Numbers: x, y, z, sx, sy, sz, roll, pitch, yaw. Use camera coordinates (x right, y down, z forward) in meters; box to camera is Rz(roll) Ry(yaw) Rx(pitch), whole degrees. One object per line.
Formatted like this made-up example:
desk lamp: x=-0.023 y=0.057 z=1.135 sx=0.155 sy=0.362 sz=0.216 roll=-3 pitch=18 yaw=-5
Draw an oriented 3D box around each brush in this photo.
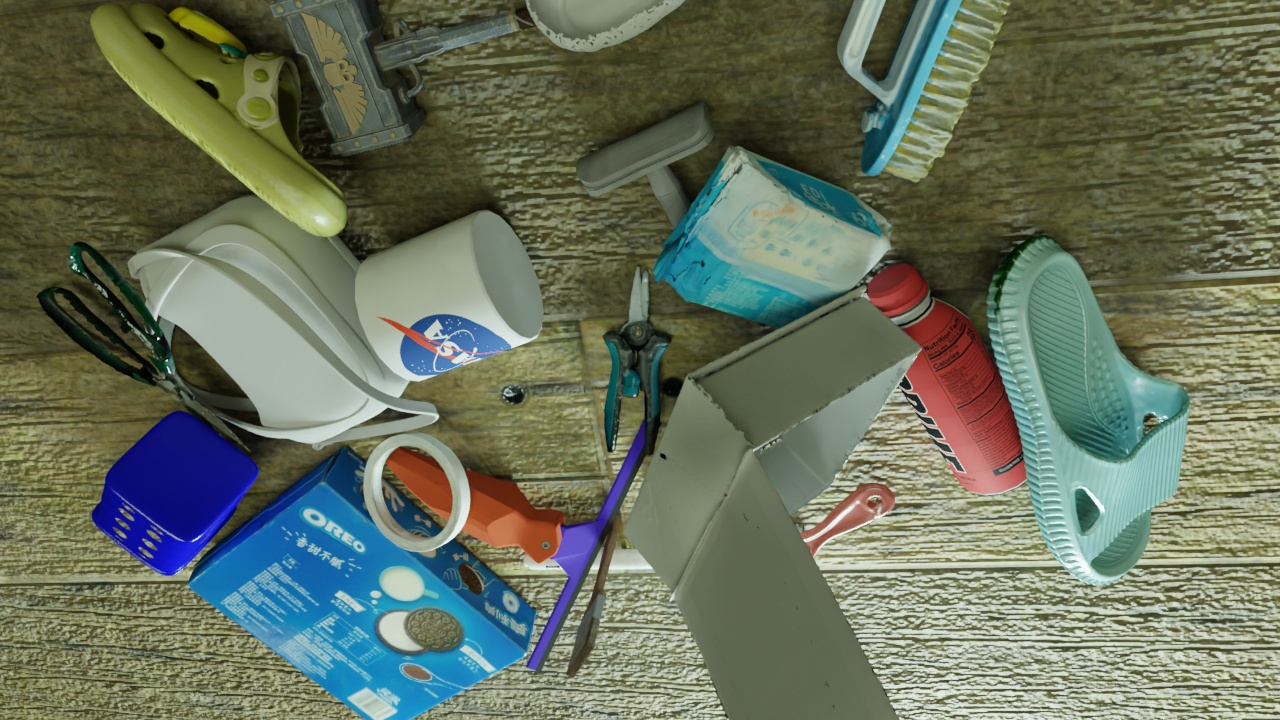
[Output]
brush: x=-0.031 y=0.170 z=0.704 sx=0.008 sy=0.142 sz=0.045 roll=23 pitch=130 yaw=-6
brush: x=0.150 y=-0.170 z=0.523 sx=0.075 sy=0.055 sz=0.136 roll=13 pitch=122 yaw=-6
brush: x=0.130 y=0.141 z=0.732 sx=0.041 sy=0.030 sz=0.173 roll=40 pitch=119 yaw=-16

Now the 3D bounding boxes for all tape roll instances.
tape roll: x=-0.174 y=0.102 z=0.711 sx=0.093 sy=0.013 sz=0.093 roll=4 pitch=100 yaw=24

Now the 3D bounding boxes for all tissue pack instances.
tissue pack: x=0.082 y=-0.073 z=0.567 sx=0.144 sy=0.061 sz=0.093 roll=12 pitch=130 yaw=-39

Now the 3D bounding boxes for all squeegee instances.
squeegee: x=-0.120 y=0.119 z=0.735 sx=0.185 sy=0.055 sz=0.250 roll=26 pitch=107 yaw=5

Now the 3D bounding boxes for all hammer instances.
hammer: x=-0.048 y=-0.207 z=0.539 sx=0.322 sy=0.044 sz=0.098 roll=-11 pitch=119 yaw=11

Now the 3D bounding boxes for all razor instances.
razor: x=0.025 y=-0.098 z=0.596 sx=0.088 sy=0.047 sz=0.116 roll=-21 pitch=124 yaw=19

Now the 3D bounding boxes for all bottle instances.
bottle: x=0.209 y=0.011 z=0.624 sx=0.062 sy=0.062 sz=0.176 roll=-28 pitch=114 yaw=22

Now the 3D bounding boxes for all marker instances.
marker: x=-0.034 y=0.169 z=0.779 sx=0.134 sy=0.017 sz=0.020 roll=-2 pitch=157 yaw=9

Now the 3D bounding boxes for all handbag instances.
handbag: x=-0.279 y=-0.001 z=0.671 sx=0.223 sy=0.095 sz=0.216 roll=-21 pitch=117 yaw=32

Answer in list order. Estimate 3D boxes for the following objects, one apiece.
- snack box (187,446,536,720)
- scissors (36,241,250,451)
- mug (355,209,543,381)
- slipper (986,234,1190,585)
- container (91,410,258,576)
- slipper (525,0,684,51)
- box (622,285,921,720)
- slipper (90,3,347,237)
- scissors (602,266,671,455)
snack box: x=-0.242 y=0.210 z=0.807 sx=0.196 sy=0.056 sz=0.239 roll=-34 pitch=111 yaw=24
scissors: x=-0.383 y=0.004 z=0.699 sx=0.155 sy=0.015 sz=0.209 roll=-3 pitch=126 yaw=35
mug: x=-0.120 y=-0.037 z=0.629 sx=0.090 sy=0.091 sz=0.121 roll=-19 pitch=152 yaw=17
slipper: x=0.303 y=0.043 z=0.606 sx=0.115 sy=0.070 sz=0.276 roll=-38 pitch=114 yaw=-23
container: x=-0.364 y=0.105 z=0.717 sx=0.085 sy=0.084 sz=0.114 roll=41 pitch=142 yaw=-11
slipper: x=0.038 y=-0.256 z=0.463 sx=0.247 sy=0.074 sz=0.112 roll=-42 pitch=66 yaw=16
box: x=0.042 y=0.166 z=0.469 sx=0.148 sy=0.504 sz=0.167 roll=18 pitch=136 yaw=1
slipper: x=-0.243 y=-0.158 z=0.561 sx=0.190 sy=0.092 sz=0.081 roll=42 pitch=84 yaw=-1
scissors: x=-0.010 y=0.007 z=0.669 sx=0.139 sy=0.019 sz=0.129 roll=-40 pitch=109 yaw=15
